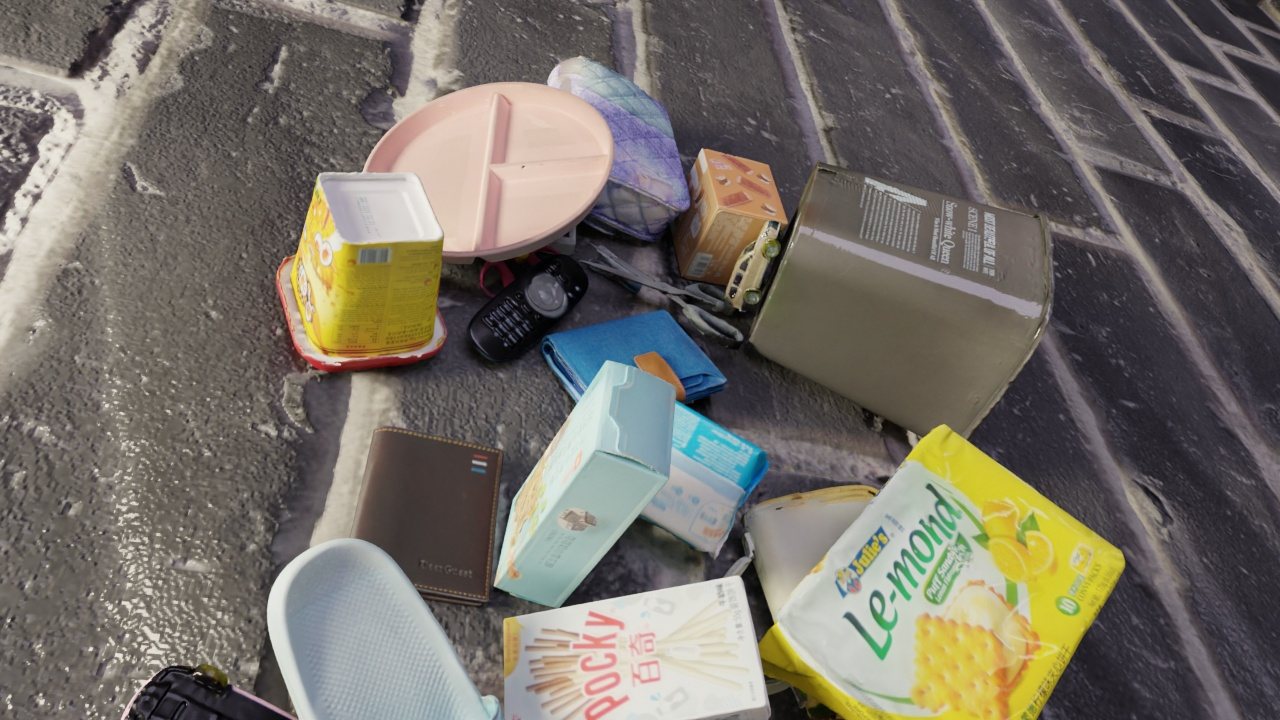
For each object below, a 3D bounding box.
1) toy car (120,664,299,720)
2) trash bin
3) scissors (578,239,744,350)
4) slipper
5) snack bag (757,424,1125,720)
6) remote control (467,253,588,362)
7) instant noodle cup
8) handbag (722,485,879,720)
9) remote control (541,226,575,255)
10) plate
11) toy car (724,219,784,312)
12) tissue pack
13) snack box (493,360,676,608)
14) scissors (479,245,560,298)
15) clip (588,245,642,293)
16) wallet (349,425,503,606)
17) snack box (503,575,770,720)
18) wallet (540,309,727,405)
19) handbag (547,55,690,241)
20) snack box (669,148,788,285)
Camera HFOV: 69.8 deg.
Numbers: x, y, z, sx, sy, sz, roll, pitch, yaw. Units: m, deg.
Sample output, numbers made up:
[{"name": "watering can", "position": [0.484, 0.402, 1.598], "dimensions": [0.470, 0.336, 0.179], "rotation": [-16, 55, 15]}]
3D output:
[{"name": "toy car", "position": [-0.214, 0.208, 0.488], "dimensions": [0.122, 0.037, 0.056], "rotation": [34, 43, -12]}, {"name": "trash bin", "position": [0.233, -0.062, 0.855], "dimensions": [0.220, 0.199, 0.198], "rotation": [22, 43, 2]}, {"name": "scissors", "position": [0.027, -0.063, 0.852], "dimensions": [0.173, 0.014, 0.159], "rotation": [-7, 47, -49]}, {"name": "slipper", "position": [-0.117, 0.204, 0.482], "dimensions": [0.103, 0.074, 0.245], "rotation": [-20, 76, -38]}, {"name": "snack bag", "position": [0.201, 0.165, 0.612], "dimensions": [0.158, 0.068, 0.245], "rotation": [38, 56, 19]}, {"name": "remote control", "position": [-0.096, -0.044, 0.782], "dimensions": [0.053, 0.024, 0.136], "rotation": [46, 52, -2]}, {"name": "instant noodle cup", "position": [-0.203, -0.070, 0.688], "dimensions": [0.115, 0.124, 0.116], "rotation": [-7, 53, -31]}, {"name": "handbag", "position": [0.121, 0.180, 0.665], "dimensions": [0.178, 0.063, 0.163], "rotation": [-3, 51, -18]}, {"name": "remote control", "position": [-0.092, -0.162, 0.904], "dimensions": [0.058, 0.021, 0.149], "rotation": [11, 45, -16]}, {"name": "plate", "position": [-0.136, -0.170, 0.824], "dimensions": [0.229, 0.028, 0.229], "rotation": [-4, 53, 5]}, {"name": "toy car", "position": [0.109, -0.091, 0.865], "dimensions": [0.035, 0.091, 0.042], "rotation": [23, 28, 1]}, {"name": "tissue pack", "position": [0.019, 0.078, 0.685], "dimensions": [0.140, 0.063, 0.090], "rotation": [29, 79, 0]}, {"name": "snack box", "position": [-0.038, 0.084, 0.589], "dimensions": [0.051, 0.175, 0.074], "rotation": [22, 43, -14]}, {"name": "scissors", "position": [-0.135, -0.106, 0.824], "dimensions": [0.136, 0.017, 0.105], "rotation": [38, 59, 7]}, {"name": "clip", "position": [-0.021, -0.087, 0.870], "dimensions": [0.057, 0.029, 0.024], "rotation": [31, 45, -7]}, {"name": "wallet", "position": [-0.146, 0.105, 0.630], "dimensions": [0.096, 0.020, 0.122], "rotation": [13, 48, -15]}, {"name": "snack box", "position": [-0.006, 0.188, 0.561], "dimensions": [0.157, 0.027, 0.084], "rotation": [-12, 49, 4]}, {"name": "wallet", "position": [-0.005, 0.005, 0.781], "dimensions": [0.132, 0.040, 0.106], "rotation": [-15, 53, -35]}, {"name": "handbag", "position": [-0.028, -0.211, 0.932], "dimensions": [0.134, 0.076, 0.193], "rotation": [22, 41, -31]}, {"name": "snack box", "position": [0.085, -0.141, 0.918], "dimensions": [0.077, 0.093, 0.094], "rotation": [8, 47, -20]}]
